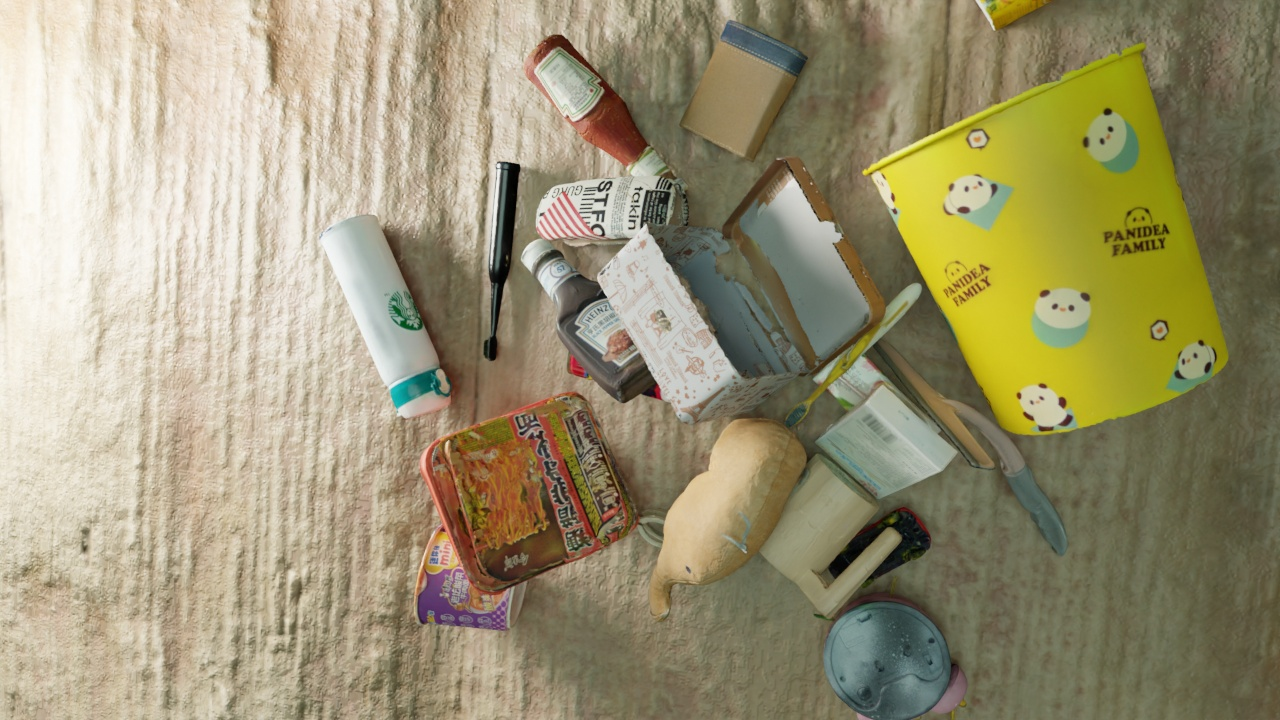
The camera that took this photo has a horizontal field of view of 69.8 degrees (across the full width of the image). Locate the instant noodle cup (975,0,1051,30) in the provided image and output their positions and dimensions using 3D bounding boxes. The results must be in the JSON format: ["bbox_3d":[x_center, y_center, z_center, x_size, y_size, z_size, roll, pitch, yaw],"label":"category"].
[{"bbox_3d":[0.344,-0.362,0.800,0.124,0.115,0.116,-33,85,25],"label":"instant noodle cup"}]

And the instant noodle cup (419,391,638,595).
[{"bbox_3d":[-0.115,0.136,0.934,0.188,0.079,0.164,-19,79,-21],"label":"instant noodle cup"}]

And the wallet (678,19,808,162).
[{"bbox_3d":[0.100,-0.266,0.906,0.090,0.033,0.115,29,101,14],"label":"wallet"}]

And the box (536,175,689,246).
[{"bbox_3d":[-0.024,-0.149,0.925,0.164,0.080,0.074,-1,79,35],"label":"box"}]

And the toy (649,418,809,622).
[{"bbox_3d":[0.072,0.153,0.870,0.082,0.143,0.226,36,86,-10],"label":"toy"}]

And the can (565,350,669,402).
[{"bbox_3d":[-0.006,0.005,0.939,0.133,0.053,0.053,16,97,13],"label":"can"}]

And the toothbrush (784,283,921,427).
[{"bbox_3d":[0.192,-0.001,0.847,0.016,0.018,0.192,43,121,8],"label":"toothbrush"}]

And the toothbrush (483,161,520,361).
[{"bbox_3d":[-0.152,-0.105,0.986,0.027,0.026,0.213,14,100,48],"label":"toothbrush"}]

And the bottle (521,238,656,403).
[{"bbox_3d":[-0.051,-0.048,0.915,0.079,0.044,0.195,-35,65,-13],"label":"bottle"}]

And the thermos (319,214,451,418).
[{"bbox_3d":[-0.272,-0.045,0.998,0.073,0.073,0.224,-25,88,15],"label":"thermos"}]

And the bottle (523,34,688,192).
[{"bbox_3d":[-0.032,-0.238,0.929,0.060,0.059,0.206,-43,89,13],"label":"bottle"}]

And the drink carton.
[{"bbox_3d":[0.228,0.041,0.886,0.122,0.045,0.053,45,102,7],"label":"drink carton"}]

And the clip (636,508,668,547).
[{"bbox_3d":[0.039,0.186,0.954,0.097,0.034,0.061,25,99,3],"label":"clip"}]

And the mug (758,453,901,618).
[{"bbox_3d":[0.176,0.165,0.876,0.104,0.084,0.124,-50,44,10],"label":"mug"}]

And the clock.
[{"bbox_3d":[0.247,0.300,0.891,0.117,0.059,0.158,-29,85,13],"label":"clock"}]

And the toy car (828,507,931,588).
[{"bbox_3d":[0.232,0.185,0.901,0.106,0.031,0.049,-40,85,26],"label":"toy car"}]

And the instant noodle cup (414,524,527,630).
[{"bbox_3d":[-0.176,0.237,0.977,0.099,0.111,0.111,12,96,5],"label":"instant noodle cup"}]

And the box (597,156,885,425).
[{"bbox_3d":[0.103,-0.067,0.836,0.193,0.156,0.183,-42,70,35],"label":"box"}]

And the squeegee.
[{"bbox_3d":[0.325,0.094,0.822,0.040,0.247,0.249,-41,112,12],"label":"squeegee"}]

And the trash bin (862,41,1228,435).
[{"bbox_3d":[0.343,-0.092,0.764,0.230,0.229,0.255,-23,93,15],"label":"trash bin"}]

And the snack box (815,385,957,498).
[{"bbox_3d":[0.219,0.079,0.838,0.084,0.157,0.026,43,74,8],"label":"snack box"}]
